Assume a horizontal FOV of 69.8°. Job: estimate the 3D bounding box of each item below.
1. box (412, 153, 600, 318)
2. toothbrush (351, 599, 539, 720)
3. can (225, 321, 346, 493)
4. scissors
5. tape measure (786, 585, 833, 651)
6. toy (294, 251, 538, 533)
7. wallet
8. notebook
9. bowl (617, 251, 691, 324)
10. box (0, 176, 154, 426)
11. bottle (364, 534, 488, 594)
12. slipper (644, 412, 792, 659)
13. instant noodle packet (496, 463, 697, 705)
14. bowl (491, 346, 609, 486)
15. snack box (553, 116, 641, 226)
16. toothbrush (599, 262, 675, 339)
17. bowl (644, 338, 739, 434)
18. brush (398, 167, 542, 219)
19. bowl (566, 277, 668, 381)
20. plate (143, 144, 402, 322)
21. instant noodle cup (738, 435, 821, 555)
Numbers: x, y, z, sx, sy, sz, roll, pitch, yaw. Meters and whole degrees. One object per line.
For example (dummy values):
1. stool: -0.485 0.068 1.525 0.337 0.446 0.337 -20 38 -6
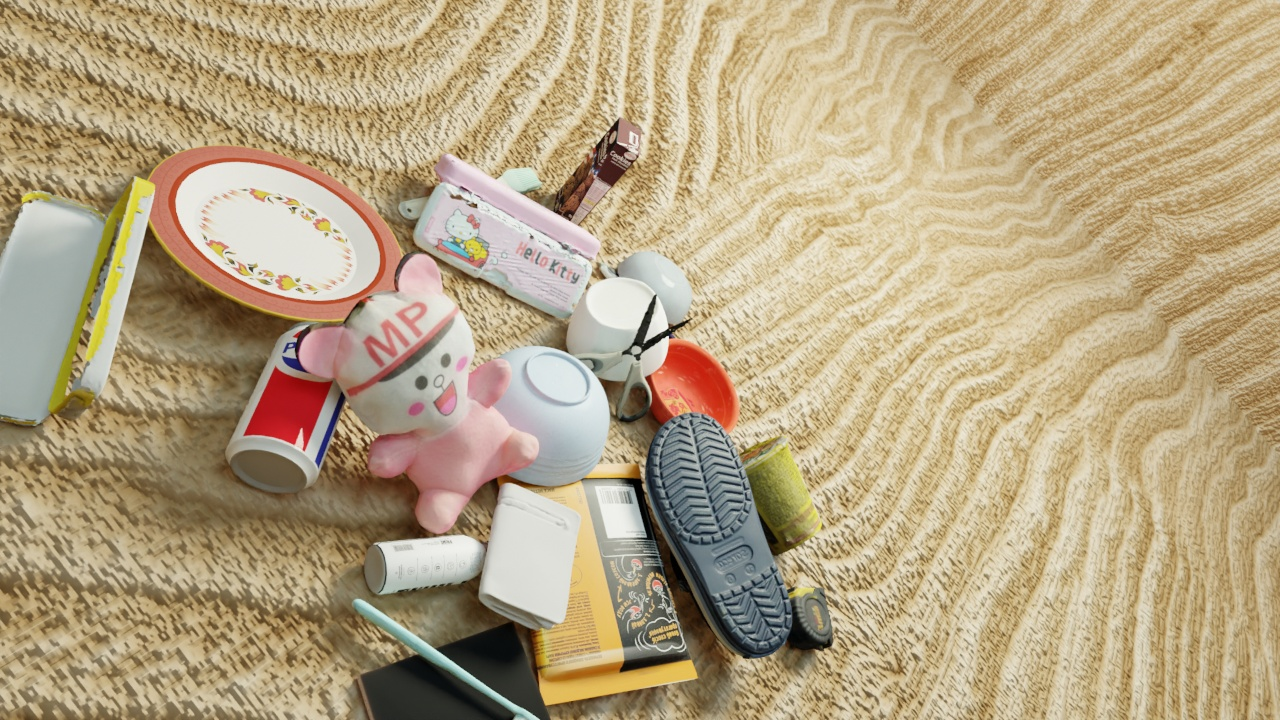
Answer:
1. box: -0.151 -0.135 1.023 0.201 0.103 0.101 27 8 -26
2. toothbrush: -0.151 0.241 0.717 0.180 0.016 0.016 39 52 -9
3. can: -0.279 0.037 0.745 0.070 0.070 0.131 28 44 -23
4. scissors: -0.017 0.004 0.965 0.169 0.158 0.012 -9 38 3
5. tape measure: 0.176 0.280 0.989 0.062 0.038 0.067 19 50 -42
6. toy: -0.180 0.030 0.762 0.141 0.084 0.213 -38 120 -19
7. wallet: -0.098 0.169 0.792 0.086 0.032 0.116 34 41 -22
8. notebook: -0.119 0.320 0.703 0.141 0.008 0.209 -8 65 -41
9. bowl: 0.025 -0.097 1.136 0.106 0.039 0.106 33 29 -22
10. box: -0.432 -0.057 0.681 0.080 0.084 0.210 23 46 -38
11. bottle: -0.168 0.167 0.764 0.115 0.041 0.041 3 57 -41
12. slipper: 0.068 0.180 0.932 0.105 0.095 0.252 -15 72 -21
13. instant noodle packet: -0.043 0.197 0.856 0.159 0.032 0.220 3 57 -33
14. bowl: -0.091 0.039 0.885 0.150 0.075 0.150 19 39 -16
15. snack box: -0.053 -0.222 1.102 0.031 0.141 0.050 27 44 -24
16. toothbrush: 0.019 -0.054 1.130 0.189 0.017 0.016 44 36 -5
17. bowl: 0.051 0.041 1.060 0.130 0.045 0.130 24 45 -27
18. brush: -0.192 -0.192 1.056 0.033 0.012 0.217 54 42 6
19. bowl: -0.023 -0.040 1.007 0.116 0.066 0.116 4 48 -5
20. plate: -0.329 -0.113 0.839 0.229 0.021 0.229 26 35 -20
21. instant noodle cup: 0.147 0.153 1.025 0.102 0.102 0.108 -33 93 -50
